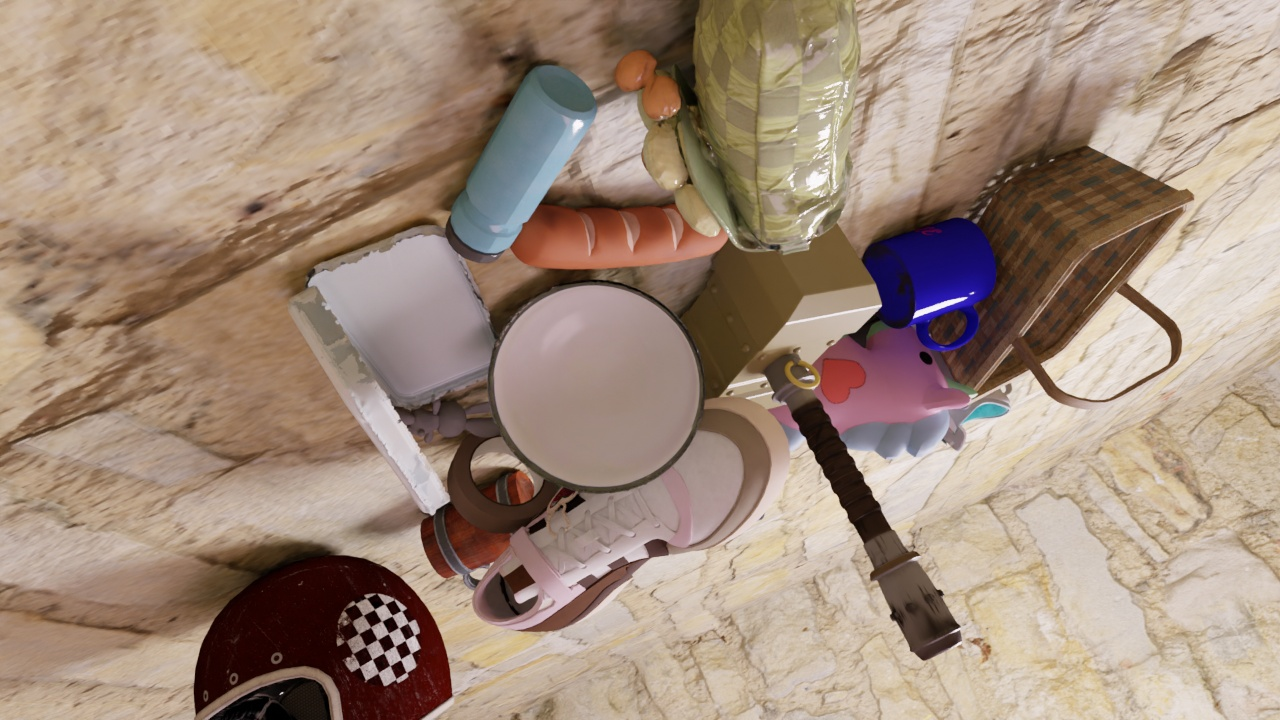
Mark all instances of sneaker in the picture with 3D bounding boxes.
[{"bbox_3d":[0.256,0.042,0.970,0.256,0.160,0.093,-23,157,-8],"label":"sneaker"},{"bbox_3d":[-0.023,0.126,0.711,0.295,0.111,0.116,-35,168,26],"label":"sneaker"}]

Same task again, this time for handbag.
[{"bbox_3d":[0.047,-0.139,0.461,0.117,0.113,0.187,-11,153,1],"label":"handbag"}]

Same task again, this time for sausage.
[{"bbox_3d":[-0.012,-0.082,0.593,0.164,0.039,0.045,-8,146,-34],"label":"sausage"}]

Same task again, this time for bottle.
[{"bbox_3d":[-0.070,-0.099,0.497,0.040,0.040,0.130,-4,149,-40],"label":"bottle"}]

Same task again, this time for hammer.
[{"bbox_3d":[0.147,0.072,0.711,0.100,0.324,0.191,-11,153,-32],"label":"hammer"}]

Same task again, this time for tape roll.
[{"bbox_3d":[-0.121,0.103,0.807,0.093,0.093,0.030,-10,153,-31],"label":"tape roll"}]

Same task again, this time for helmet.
[{"bbox_3d":[-0.305,0.321,0.883,0.233,0.253,0.234,-23,167,-45],"label":"helmet"}]

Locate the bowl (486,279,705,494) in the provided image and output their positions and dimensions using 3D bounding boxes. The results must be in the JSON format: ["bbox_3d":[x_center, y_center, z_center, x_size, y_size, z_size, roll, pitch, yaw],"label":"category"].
[{"bbox_3d":[-0.029,0.014,0.670,0.153,0.153,0.072,-29,-174,10],"label":"bowl"}]

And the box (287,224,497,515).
[{"bbox_3d":[-0.144,0.019,0.594,0.130,0.105,0.211,-26,157,-6],"label":"box"}]

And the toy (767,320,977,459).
[{"bbox_3d":[0.193,0.037,0.875,0.222,0.171,0.120,-30,159,-14],"label":"toy"}]

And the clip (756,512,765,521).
[{"bbox_3d":[0.079,0.084,0.987,0.031,0.169,0.165,-15,-172,-23],"label":"clip"}]

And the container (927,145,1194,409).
[{"bbox_3d":[0.391,-0.047,0.842,0.157,0.186,0.250,-24,153,-21],"label":"container"}]

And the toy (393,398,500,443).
[{"bbox_3d":[-0.154,0.047,0.738,0.111,0.030,0.049,-4,135,-30],"label":"toy"}]

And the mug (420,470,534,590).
[{"bbox_3d":[-0.151,0.184,0.944,0.111,0.081,0.117,-24,122,6],"label":"mug"}]

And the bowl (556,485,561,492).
[{"bbox_3d":[-0.023,0.092,0.836,0.151,0.150,0.077,-31,127,13],"label":"bowl"}]

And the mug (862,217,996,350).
[{"bbox_3d":[0.259,-0.062,0.814,0.083,0.111,0.079,-19,-179,-15],"label":"mug"}]
